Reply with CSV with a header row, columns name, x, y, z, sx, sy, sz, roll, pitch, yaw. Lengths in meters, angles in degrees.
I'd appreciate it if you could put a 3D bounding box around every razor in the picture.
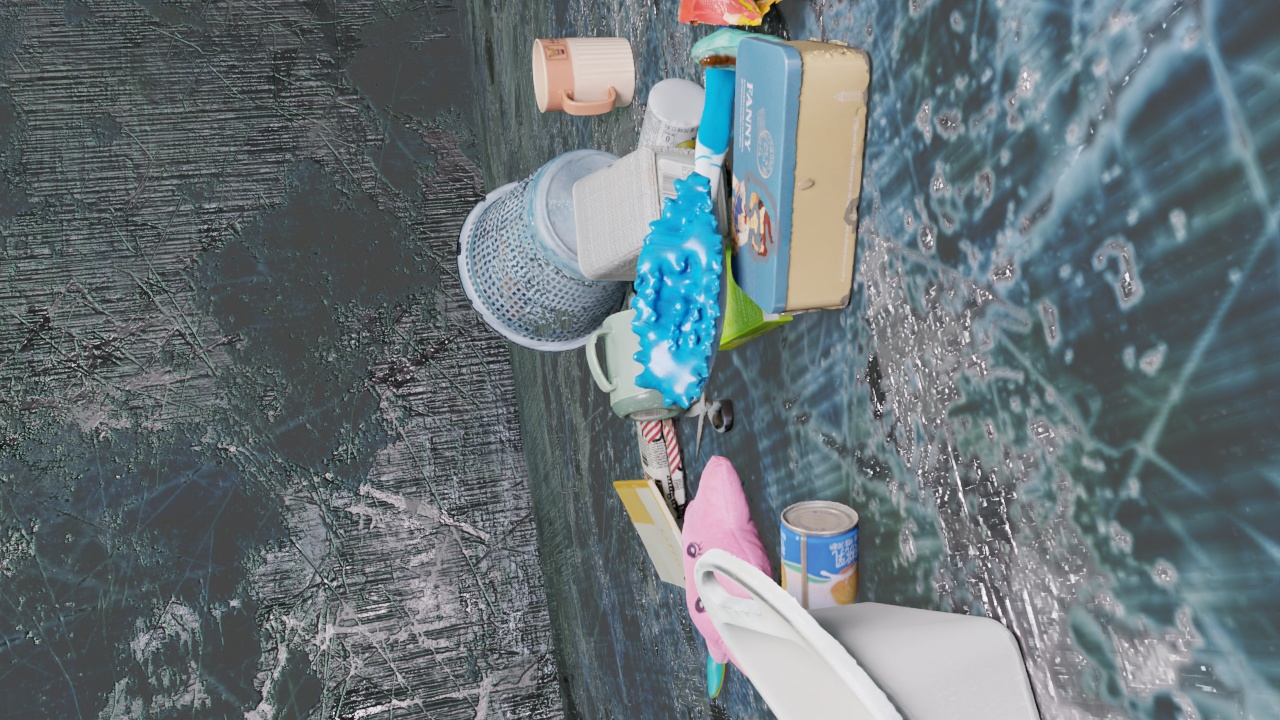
name,x,y,z,sx,sy,sz,roll,pitch,yaw
razor,0.075,0.290,0.977,0.043,0.028,0.132,-11,83,45

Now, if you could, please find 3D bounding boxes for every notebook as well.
name,x,y,z,sx,sy,sz,roll,pitch,yaw
notebook,0.021,0.208,1.099,0.146,0.010,0.206,63,165,1

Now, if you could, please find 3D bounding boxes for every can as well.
name,x,y,z,sx,sy,sz,roll,pitch,yaw
can,0.025,-0.195,0.867,0.147,0.058,0.058,108,152,-60
can,0.127,0.171,0.646,0.053,0.053,0.135,-137,42,-70

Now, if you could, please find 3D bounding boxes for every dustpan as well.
name,x,y,z,sx,sy,sz,roll,pitch,yaw
dustpan,0.122,0.227,0.518,0.223,0.142,0.257,137,126,-74

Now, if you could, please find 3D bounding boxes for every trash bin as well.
name,x,y,z,sx,sy,sz,roll,pitch,yaw
trash bin,-0.082,-0.139,1.068,0.195,0.226,0.226,-27,70,63

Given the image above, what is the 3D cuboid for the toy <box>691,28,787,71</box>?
name,x,y,z,sx,sy,sz,roll,pitch,yaw
toy,0.070,-0.217,0.648,0.092,0.096,0.030,30,128,51

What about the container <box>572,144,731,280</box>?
name,x,y,z,sx,sy,sz,roll,pitch,yaw
container,0.011,-0.121,0.756,0.114,0.090,0.090,-14,80,59

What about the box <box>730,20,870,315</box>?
name,x,y,z,sx,sy,sz,roll,pitch,yaw
box,0.100,-0.126,0.594,0.089,0.060,0.184,-125,28,-63

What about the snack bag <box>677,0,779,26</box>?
name,x,y,z,sx,sy,sz,roll,pitch,yaw
snack bag,0.064,-0.303,0.657,0.207,0.073,0.129,-114,26,-65

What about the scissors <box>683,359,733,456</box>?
name,x,y,z,sx,sy,sz,roll,pitch,yaw
scissors,0.064,0.043,0.927,0.178,0.014,0.159,-134,38,-70

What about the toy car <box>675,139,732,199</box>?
name,x,y,z,sx,sy,sz,roll,pitch,yaw
toy car,0.045,-0.139,0.843,0.158,0.042,0.070,121,139,-59

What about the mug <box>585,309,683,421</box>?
name,x,y,z,sx,sy,sz,roll,pitch,yaw
mug,-0.006,0.006,0.970,0.082,0.111,0.106,-25,65,52

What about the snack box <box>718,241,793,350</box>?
name,x,y,z,sx,sy,sz,roll,pitch,yaw
snack box,0.082,-0.060,0.770,0.156,0.026,0.085,146,116,-75

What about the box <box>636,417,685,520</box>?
name,x,y,z,sx,sy,sz,roll,pitch,yaw
box,0.027,0.107,1.057,0.070,0.055,0.164,-94,-3,-71

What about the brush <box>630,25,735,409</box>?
name,x,y,z,sx,sy,sz,roll,pitch,yaw
brush,0.043,-0.118,0.666,0.109,0.060,0.314,32,-117,-76

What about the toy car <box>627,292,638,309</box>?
name,x,y,z,sx,sy,sz,roll,pitch,yaw
toy car,0.012,-0.023,1.063,0.054,0.036,0.120,112,145,-63

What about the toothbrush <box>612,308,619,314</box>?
name,x,y,z,sx,sy,sz,roll,pitch,yaw
toothbrush,-0.002,0.012,1.070,0.017,0.014,0.189,47,163,47

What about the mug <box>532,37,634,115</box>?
name,x,y,z,sx,sy,sz,roll,pitch,yaw
mug,-0.063,-0.323,1.062,0.082,0.105,0.114,97,160,-47

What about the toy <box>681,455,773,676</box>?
name,x,y,z,sx,sy,sz,roll,pitch,yaw
toy,0.078,0.181,0.808,0.179,0.074,0.194,137,126,-73
